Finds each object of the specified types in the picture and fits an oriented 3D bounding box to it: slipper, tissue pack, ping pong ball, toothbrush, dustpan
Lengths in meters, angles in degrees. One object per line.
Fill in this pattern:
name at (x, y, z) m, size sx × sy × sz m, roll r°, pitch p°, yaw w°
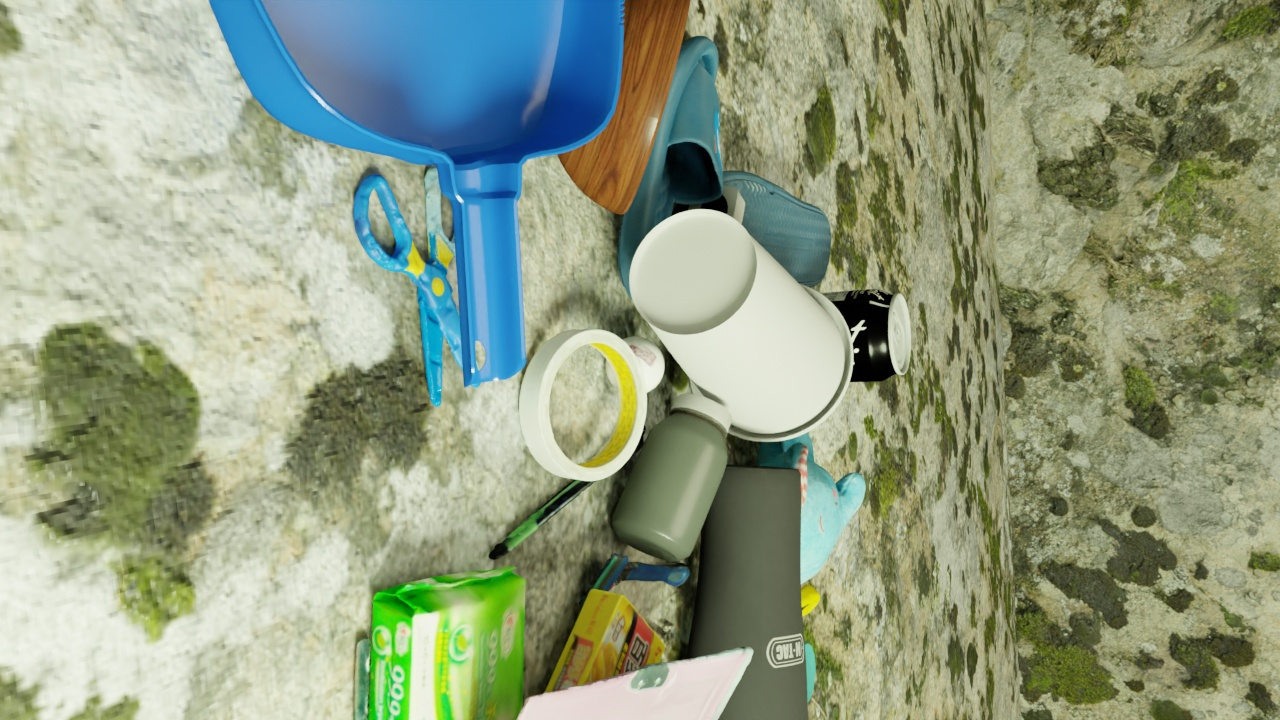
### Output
slipper at (0.029, -0.141, 0.657) m, size 0.104 × 0.059 × 0.213 m, roll 75°, pitch 29°, yaw -65°
tissue pack at (-0.096, 0.163, 0.458) m, size 0.099 × 0.034 × 0.114 m, roll 7°, pitch 83°, yaw -62°
slipper at (0.103, -0.105, 0.816) m, size 0.213 × 0.059 × 0.104 m, roll 4°, pitch 94°, yaw -49°
ping pong ball at (-0.004, 0.004, 0.627) m, size 0.040 × 0.040 × 0.040 m, roll 8°, pitch 81°, yaw -61°
toothbrush at (-0.040, 0.082, 0.584) m, size 0.187 × 0.014 × 0.017 m, roll -36°, pitch 127°, yaw -56°
dustpan at (-0.091, -0.117, 0.429) m, size 0.244 × 0.060 × 0.258 m, roll -12°, pitch 104°, yaw -48°

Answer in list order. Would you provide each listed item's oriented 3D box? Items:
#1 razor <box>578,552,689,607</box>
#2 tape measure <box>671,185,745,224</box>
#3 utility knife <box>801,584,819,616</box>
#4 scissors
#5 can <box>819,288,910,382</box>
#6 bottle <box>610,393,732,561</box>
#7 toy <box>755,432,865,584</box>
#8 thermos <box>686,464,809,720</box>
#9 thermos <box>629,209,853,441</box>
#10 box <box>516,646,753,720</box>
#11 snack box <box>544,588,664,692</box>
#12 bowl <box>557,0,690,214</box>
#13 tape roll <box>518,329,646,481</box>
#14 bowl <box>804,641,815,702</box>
razor at (0.000, 0.152, 0.649) m, size 0.044 × 0.018 × 0.140 m, roll -56°, pitch 152°, yaw 5°
tape measure at (0.045, -0.104, 0.702) m, size 0.017 × 0.064 × 0.064 m, roll 46°, pitch 56°, yaw -51°
utility knife at (0.103, 0.231, 0.801) m, size 0.186 × 0.020 × 0.029 m, roll -6°, pitch 128°, yaw -49°
scissors at (-0.104, -0.041, 0.481) m, size 0.096 × 0.020 × 0.133 m, roll -50°, pitch 129°, yaw -47°
can at (0.158, -0.020, 0.814) m, size 0.080 × 0.146 × 0.080 m, roll 8°, pitch 81°, yaw -61°
bottle at (0.025, 0.080, 0.637) m, size 0.060 × 0.060 × 0.108 m, roll 51°, pitch 56°, yaw -47°
toy at (0.141, 0.117, 0.820) m, size 0.184 × 0.115 × 0.180 m, roll 89°, pitch 15°, yaw -45°
thermos at (0.081, 0.190, 0.693) m, size 0.105 × 0.106 × 0.218 m, roll 10°, pitch 81°, yaw -61°
thermos at (0.071, -0.023, 0.651) m, size 0.221 × 0.132 × 0.131 m, roll 37°, pitch 56°, yaw -63°
box at (-0.026, 0.243, 0.503) m, size 0.232 × 0.051 × 0.180 m, roll 19°, pitch 87°, yaw -56°
snack box at (-0.034, 0.224, 0.559) m, size 0.075 × 0.025 × 0.151 m, roll 60°, pitch 44°, yaw -41°
bowl at (-0.024, -0.169, 0.555) m, size 0.147 × 0.069 × 0.147 m, roll -167°, pitch -89°, yaw -82°
tape roll at (-0.034, 0.027, 0.570) m, size 0.093 × 0.019 × 0.094 m, roll -2°, pitch 93°, yaw -48°
bowl at (0.131, 0.286, 0.847) m, size 0.121 × 0.046 × 0.121 m, roll 8°, pitch 81°, yaw -61°
